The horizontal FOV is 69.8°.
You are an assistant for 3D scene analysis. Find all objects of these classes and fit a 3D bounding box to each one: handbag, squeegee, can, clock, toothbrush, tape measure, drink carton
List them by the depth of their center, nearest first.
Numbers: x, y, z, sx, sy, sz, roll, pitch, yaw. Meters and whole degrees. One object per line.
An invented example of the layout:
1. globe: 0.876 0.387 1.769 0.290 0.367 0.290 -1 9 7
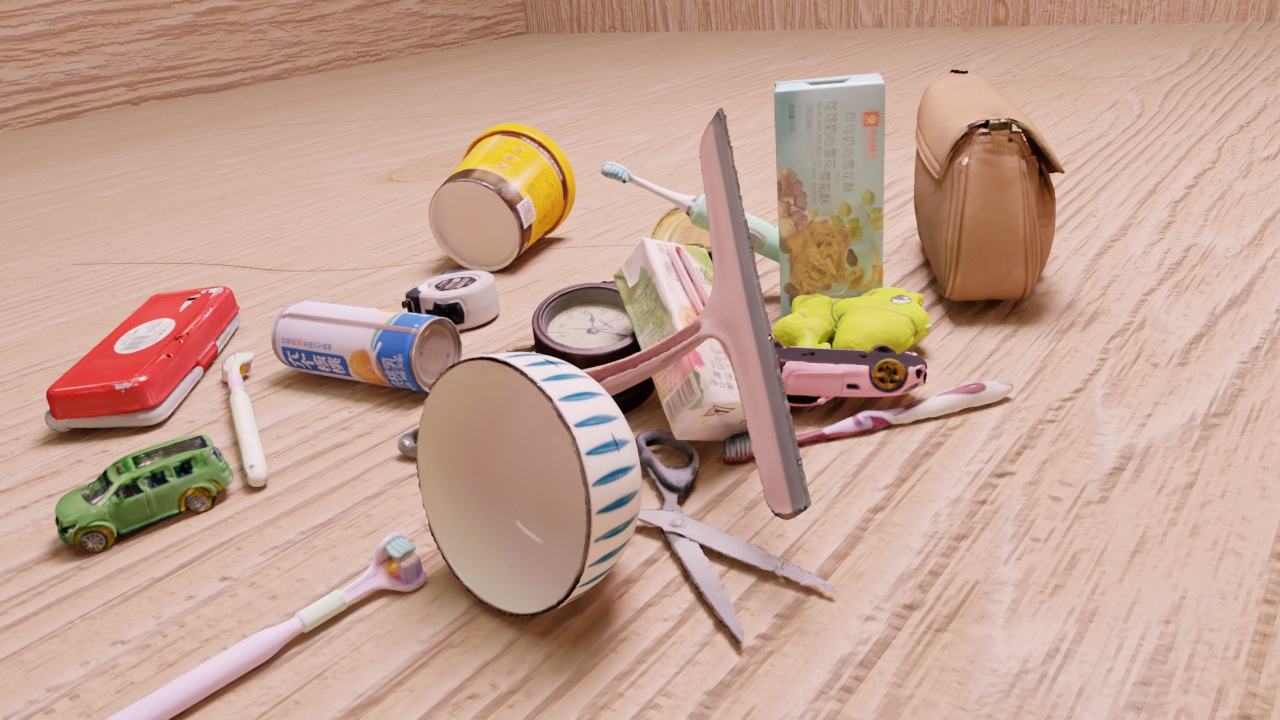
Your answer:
1. toothbrush: -0.174 0.129 0.386 0.188 0.029 0.021 -29 -7 -38
2. squeegee: -0.035 0.011 0.512 0.250 0.040 0.247 -24 53 24
3. toothbrush: 0.135 0.031 0.534 0.187 0.017 0.016 -12 28 -12
4. drink carton: 0.030 -0.015 0.539 0.053 0.046 0.122 5 52 -35
5. clock: -0.021 -0.013 0.594 0.121 0.055 0.082 -31 47 -28
6. toothbrush: -0.261 0.035 0.608 0.029 0.020 0.189 -43 34 -5
7. can: -0.196 -0.011 0.651 0.135 0.053 0.053 8 28 26
8. handbag: 0.264 -0.134 0.709 0.100 0.148 0.204 -3 29 9
9. toothbrush: 0.073 -0.107 0.718 0.224 0.027 0.027 24 28 -2
10. tape measure: -0.149 -0.049 0.748 0.066 0.034 0.065 7 29 30
11. can: 0.049 -0.094 0.785 0.075 0.049 0.147 -1 25 11

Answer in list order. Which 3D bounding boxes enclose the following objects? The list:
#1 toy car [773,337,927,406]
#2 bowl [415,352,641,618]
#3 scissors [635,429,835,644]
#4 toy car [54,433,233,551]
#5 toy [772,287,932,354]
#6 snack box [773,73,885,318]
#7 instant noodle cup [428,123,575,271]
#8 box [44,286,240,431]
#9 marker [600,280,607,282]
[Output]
1. toy car: 0.112 0.009 0.561 0.122 0.037 0.056 2 14 11
2. bowl: -0.043 0.051 0.421 0.117 0.116 0.066 16 18 38
3. scissors: 0.014 0.079 0.460 0.159 0.014 0.177 -2 25 9
4. toy car: -0.278 0.072 0.513 0.091 0.036 0.043 -27 33 -31
5. toy: 0.147 -0.024 0.629 0.100 0.031 0.096 15 45 31
6. snack box: 0.136 -0.114 0.662 0.074 0.175 0.051 -2 22 10
7. instant noodle cup: -0.135 -0.152 0.879 0.118 0.119 0.114 3 33 17
8. box: -0.370 -0.003 0.696 0.086 0.047 0.201 -7 25 -3
9. marker: 0.020 -0.045 0.722 0.132 0.020 0.022 13 2 37
